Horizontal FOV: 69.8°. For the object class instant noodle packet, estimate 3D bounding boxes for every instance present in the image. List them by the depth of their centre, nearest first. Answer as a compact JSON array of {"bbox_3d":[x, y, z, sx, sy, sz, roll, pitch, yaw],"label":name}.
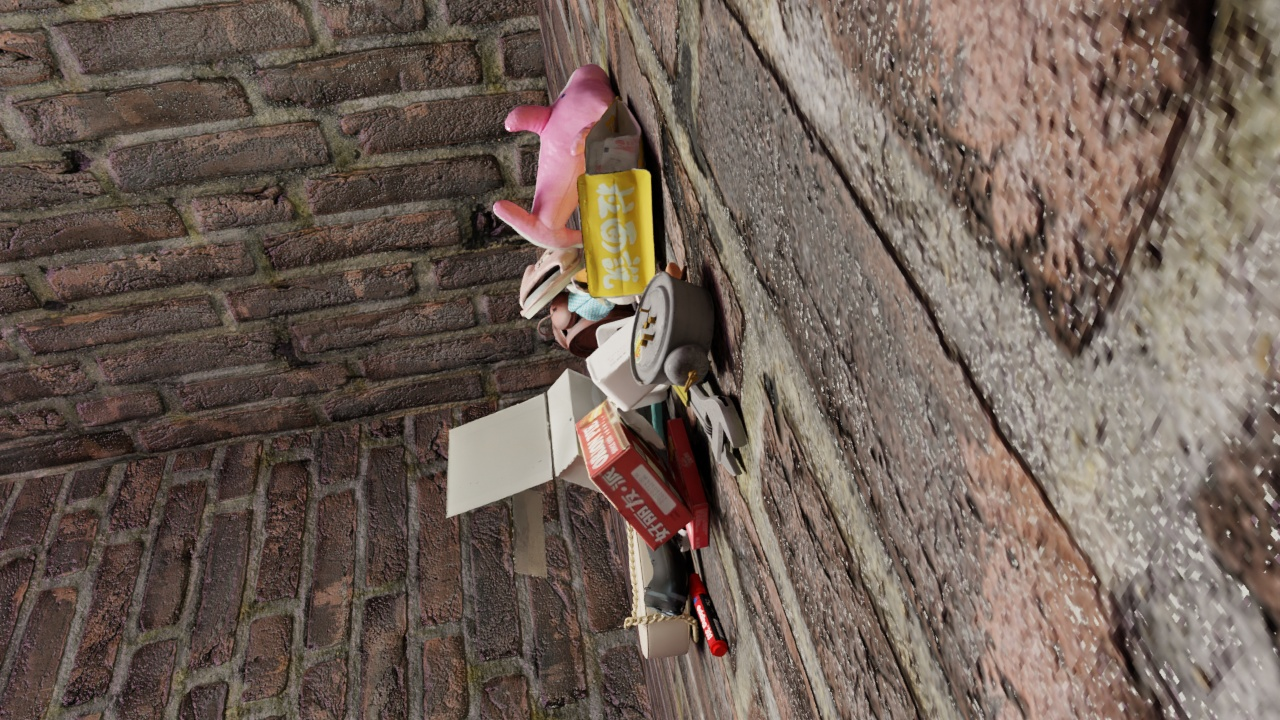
[{"bbox_3d":[-0.022,-0.202,1.104,0.221,0.084,0.163,-89,-6,-52],"label":"instant noodle packet"}]

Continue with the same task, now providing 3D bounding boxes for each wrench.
[{"bbox_3d":[0.045,0.019,0.880,0.273,0.018,0.084,-121,20,-56],"label":"wrench"}]

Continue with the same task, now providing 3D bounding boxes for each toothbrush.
[{"bbox_3d":[0.046,-0.037,0.912,0.017,0.021,0.135,125,135,-60],"label":"toothbrush"}]

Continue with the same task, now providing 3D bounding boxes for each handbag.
[{"bbox_3d":[0.019,0.324,1.343,0.211,0.103,0.208,89,174,-47],"label":"handbag"}]

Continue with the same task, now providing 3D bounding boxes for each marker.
[{"bbox_3d":[0.081,0.309,1.120,0.145,0.021,0.023,-115,24,-69],"label":"marker"},{"bbox_3d":[0.057,0.217,1.179,0.126,0.025,0.025,92,168,-62],"label":"marker"}]

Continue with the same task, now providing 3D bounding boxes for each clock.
[{"bbox_3d":[0.028,-0.018,0.813,0.147,0.056,0.104,-109,34,-55],"label":"clock"},{"bbox_3d":[-0.075,-0.060,1.371,0.121,0.157,0.072,92,162,-64],"label":"clock"}]

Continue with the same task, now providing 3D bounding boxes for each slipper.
[{"bbox_3d":[-0.128,-0.136,1.354,0.054,0.114,0.273,45,-161,-11],"label":"slipper"}]

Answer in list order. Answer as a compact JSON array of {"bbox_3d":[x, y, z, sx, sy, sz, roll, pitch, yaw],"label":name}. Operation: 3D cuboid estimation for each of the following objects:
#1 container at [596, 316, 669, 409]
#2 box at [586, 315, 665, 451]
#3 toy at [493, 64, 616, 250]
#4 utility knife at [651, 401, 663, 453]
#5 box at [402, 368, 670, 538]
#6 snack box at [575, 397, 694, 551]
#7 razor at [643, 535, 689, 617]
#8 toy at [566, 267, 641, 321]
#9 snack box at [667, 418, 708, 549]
[{"bbox_3d":[-0.007,0.007,1.232,0.049,0.081,0.129,69,-174,-55],"label":"container"},{"bbox_3d":[0.008,0.037,1.093,0.137,0.124,0.108,46,-176,-16],"label":"box"},{"bbox_3d":[-0.090,-0.281,1.241,0.128,0.186,0.265,14,86,61],"label":"toy"},{"bbox_3d":[0.024,0.079,1.247,0.022,0.015,0.128,43,-149,-39],"label":"utility knife"},{"bbox_3d":[-0.145,0.125,1.273,0.166,0.369,0.150,-101,5,-47],"label":"box"},{"bbox_3d":[-0.012,0.125,1.078,0.113,0.060,0.236,49,-179,-13],"label":"snack box"},{"bbox_3d":[0.024,0.258,1.174,0.053,0.063,0.140,137,122,-65],"label":"razor"},{"bbox_3d":[-0.035,-0.102,1.221,0.105,0.131,0.206,-62,14,-9],"label":"toy"},{"bbox_3d":[0.056,0.146,1.095,0.089,0.021,0.132,87,172,-45],"label":"snack box"}]
